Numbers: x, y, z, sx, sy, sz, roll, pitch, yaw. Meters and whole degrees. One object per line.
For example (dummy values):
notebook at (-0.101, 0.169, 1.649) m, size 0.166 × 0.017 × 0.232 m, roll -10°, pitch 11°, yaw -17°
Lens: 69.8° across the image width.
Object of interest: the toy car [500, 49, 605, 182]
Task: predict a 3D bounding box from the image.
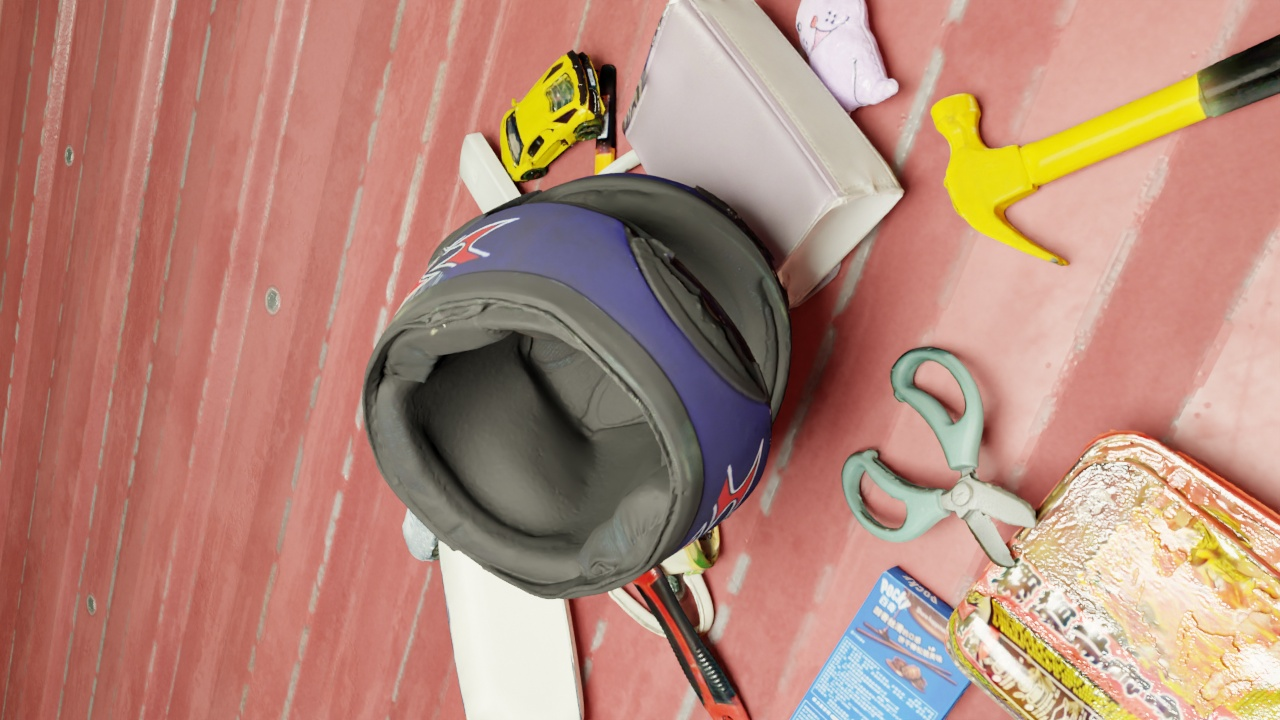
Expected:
toy car at (-0.085, -0.213, 0.821) m, size 0.156 × 0.041 × 0.071 m, roll -26°, pitch 74°, yaw 47°

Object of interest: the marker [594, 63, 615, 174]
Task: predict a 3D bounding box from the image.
marker at (-0.030, -0.197, 0.803) m, size 0.018 × 0.015 × 0.124 m, roll 1°, pitch 90°, yaw 35°

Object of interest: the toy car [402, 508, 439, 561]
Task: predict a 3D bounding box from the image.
toy car at (-0.218, 0.152, 0.948) m, size 0.054 × 0.036 × 0.121 m, roll 32°, pitch 113°, yaw 32°

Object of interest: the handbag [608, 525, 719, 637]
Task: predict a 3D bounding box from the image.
handbag at (-0.006, 0.154, 0.777) m, size 0.164 × 0.063 × 0.179 m, roll -20°, pitch 94°, yaw 37°

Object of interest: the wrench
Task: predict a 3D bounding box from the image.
wrench at (0.009, 0.188, 0.737) m, size 0.056 × 0.016 × 0.273 m, roll -36°, pitch 88°, yaw 37°

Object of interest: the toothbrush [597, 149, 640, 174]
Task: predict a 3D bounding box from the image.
toothbrush at (-0.055, -0.150, 0.795) m, size 0.192 × 0.016 × 0.018 m, roll -26°, pitch 70°, yaw 20°

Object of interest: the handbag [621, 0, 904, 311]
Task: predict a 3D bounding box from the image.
handbag at (0.077, -0.146, 0.668) m, size 0.197 × 0.098 × 0.145 m, roll 59°, pitch 139°, yaw 19°

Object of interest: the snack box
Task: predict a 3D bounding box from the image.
snack box at (0.173, 0.233, 0.650) m, size 0.084 × 0.026 × 0.157 m, roll 38°, pitch 113°, yaw 31°

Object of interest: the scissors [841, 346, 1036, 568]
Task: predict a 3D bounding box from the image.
scissors at (0.196, 0.056, 0.593) m, size 0.178 × 0.019 × 0.169 m, roll 14°, pitch 90°, yaw 65°

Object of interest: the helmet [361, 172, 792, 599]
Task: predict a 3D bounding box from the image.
helmet at (-0.020, -0.003, 0.580) m, size 0.247 × 0.239 × 0.316 m, roll 49°, pitch 143°, yaw -6°

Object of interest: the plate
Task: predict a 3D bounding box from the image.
plate at (-0.118, 0.249, 0.873) m, size 0.162 × 0.034 × 0.265 m, roll -16°, pitch 81°, yaw 37°

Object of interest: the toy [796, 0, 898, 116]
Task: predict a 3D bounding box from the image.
toy at (0.141, -0.220, 0.654) m, size 0.084 × 0.038 × 0.108 m, roll -29°, pitch 75°, yaw 57°

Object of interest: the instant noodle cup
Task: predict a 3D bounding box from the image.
instant noodle cup at (0.290, 0.147, 0.523) m, size 0.164 × 0.079 × 0.189 m, roll 42°, pitch 117°, yaw 29°

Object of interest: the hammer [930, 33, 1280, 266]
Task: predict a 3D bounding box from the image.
hammer at (0.320, -0.150, 0.520) m, size 0.302 × 0.032 × 0.128 m, roll -22°, pitch 79°, yaw 37°

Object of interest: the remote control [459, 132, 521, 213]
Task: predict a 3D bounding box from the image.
remote control at (-0.134, -0.152, 0.870) m, size 0.135 × 0.019 × 0.056 m, roll 57°, pitch 149°, yaw 22°
